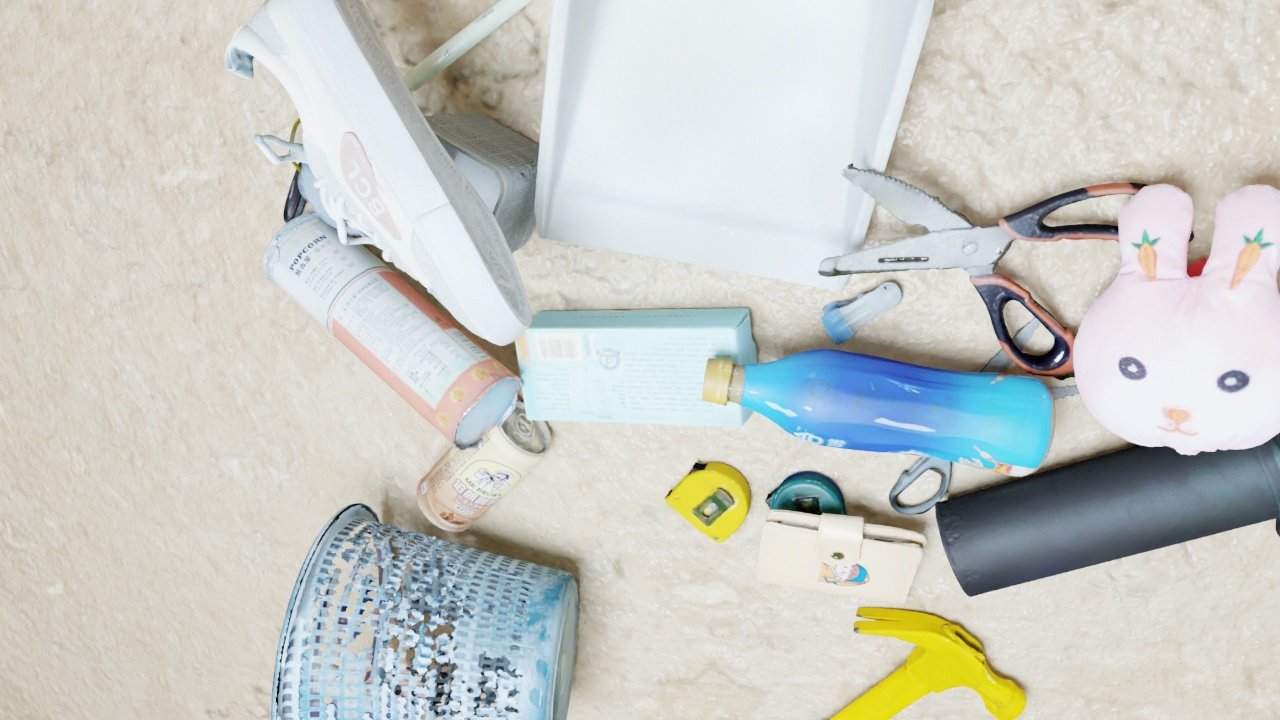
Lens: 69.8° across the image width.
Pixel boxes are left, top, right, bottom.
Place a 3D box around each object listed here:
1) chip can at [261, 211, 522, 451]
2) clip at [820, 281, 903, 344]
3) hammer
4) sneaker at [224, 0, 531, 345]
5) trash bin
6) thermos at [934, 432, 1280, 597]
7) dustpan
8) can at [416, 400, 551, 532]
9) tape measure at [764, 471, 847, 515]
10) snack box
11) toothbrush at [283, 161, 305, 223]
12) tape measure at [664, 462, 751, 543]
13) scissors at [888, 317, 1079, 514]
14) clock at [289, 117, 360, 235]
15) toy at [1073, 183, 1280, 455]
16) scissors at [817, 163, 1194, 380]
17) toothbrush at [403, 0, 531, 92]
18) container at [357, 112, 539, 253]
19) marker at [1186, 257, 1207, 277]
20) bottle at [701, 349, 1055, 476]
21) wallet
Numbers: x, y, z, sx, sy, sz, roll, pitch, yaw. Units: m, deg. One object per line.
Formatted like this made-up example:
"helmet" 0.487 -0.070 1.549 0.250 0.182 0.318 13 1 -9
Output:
"chip can" -0.188 -0.025 0.695 0.215 0.071 0.071 39 117 17
"clip" 0.153 -0.036 0.630 0.058 0.043 0.027 -30 96 22
"hammer" 0.154 0.307 0.746 0.129 0.032 0.301 42 117 1
"sneaker" -0.157 -0.104 0.538 0.091 0.089 0.242 -30 93 10
"trash bin" -0.156 0.238 0.745 0.195 0.226 0.227 5 111 3
"thermos" 0.324 0.100 0.590 0.243 0.068 0.090 -21 96 24
"dustpan" 0.048 -0.165 0.531 0.223 0.142 0.258 10 109 2
"can" -0.129 0.087 0.748 0.058 0.058 0.117 46 117 -1
"tape measure" 0.125 0.112 0.689 0.058 0.025 0.054 -11 106 21
"snack box" -0.004 0.004 0.679 0.175 0.051 0.074 1 111 20
"toothbrush" -0.251 -0.182 0.717 0.015 0.018 0.181 25 119 -9
"tape measure" 0.056 0.109 0.709 0.060 0.028 0.057 40 116 1
"scissors" 0.215 0.036 0.639 0.159 0.014 0.181 18 112 8
"clock" -0.217 -0.145 0.695 0.122 0.055 0.082 25 115 9
"toy" 0.316 -0.022 0.531 0.121 0.054 0.159 8 109 41
"scissors" 0.226 -0.065 0.570 0.189 0.015 0.227 -38 107 18
"toothbrush" -0.145 -0.207 0.636 0.189 0.029 0.020 -34 141 6
"container" -0.120 -0.118 0.639 0.090 0.114 0.090 31 116 5
"marker" 0.369 0.001 0.533 0.017 0.017 0.145 -41 65 26
"bottle" 0.150 0.028 0.600 0.219 0.065 0.065 9 112 5
"wallet" 0.145 0.144 0.674 0.115 0.024 0.087 9 132 8
